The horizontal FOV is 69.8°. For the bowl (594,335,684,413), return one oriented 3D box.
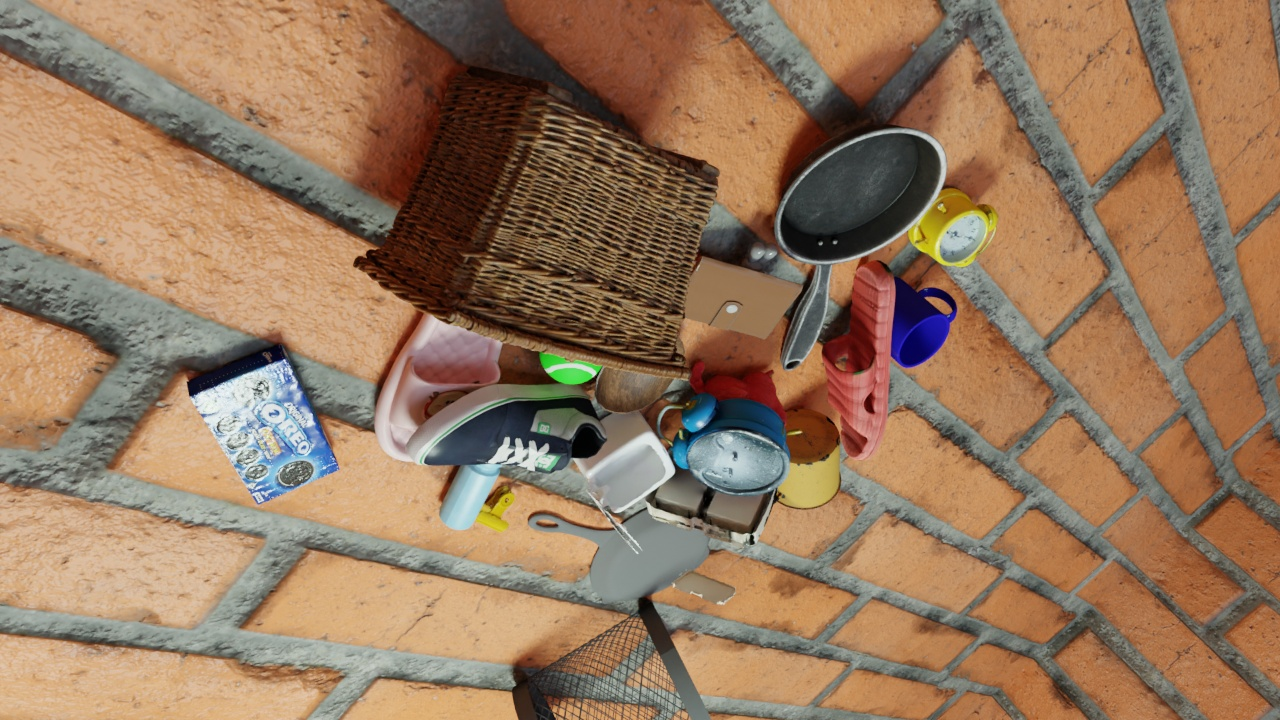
[{"bbox_3d":[-0.006,0.006,0.997,0.101,0.026,0.114,13,118,-41],"label":"bowl"}]

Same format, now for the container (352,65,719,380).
[{"bbox_3d":[-0.064,-0.108,0.735,0.249,0.162,0.183,13,100,-45],"label":"container"}]

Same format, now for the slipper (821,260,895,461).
[{"bbox_3d":[0.256,0.002,1.107,0.059,0.103,0.249,-3,109,-12],"label":"slipper"}]

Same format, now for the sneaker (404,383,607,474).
[{"bbox_3d":[-0.117,0.077,0.892,0.234,0.079,0.084,-7,143,-53],"label":"sneaker"}]

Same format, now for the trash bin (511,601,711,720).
[{"bbox_3d":[-0.036,0.491,1.285,0.227,0.217,0.218,-26,138,-7],"label":"trash bin"}]

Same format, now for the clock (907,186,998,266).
[{"bbox_3d":[0.375,-0.156,1.090,0.118,0.057,0.083,8,122,-32],"label":"clock"}]

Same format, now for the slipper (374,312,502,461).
[{"bbox_3d":[-0.174,0.008,0.860,0.106,0.055,0.222,6,122,-41],"label":"slipper"}]

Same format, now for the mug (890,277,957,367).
[{"bbox_3d":[0.336,-0.055,1.136,0.111,0.083,0.079,-28,138,-11],"label":"mug"}]

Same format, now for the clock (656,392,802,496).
[{"bbox_3d":[0.096,0.092,1.044,0.161,0.060,0.117,17,136,-1],"label":"clock"}]

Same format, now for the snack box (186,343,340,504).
[{"bbox_3d":[-0.331,0.060,0.818,0.082,0.027,0.150,-24,137,-16],"label":"snack box"}]

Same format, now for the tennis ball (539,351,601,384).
[{"bbox_3d":[-0.068,-0.009,0.910,0.065,0.065,0.065,-19,136,-20],"label":"tennis ball"}]

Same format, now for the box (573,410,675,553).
[{"bbox_3d":[-0.012,0.144,1.038,0.121,0.136,0.109,-35,137,-5],"label":"box"}]

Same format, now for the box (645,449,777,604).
[{"bbox_3d":[0.070,0.204,1.091,0.186,0.144,0.070,-59,152,-34],"label":"box"}]

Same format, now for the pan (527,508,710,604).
[{"bbox_3d":[-0.016,0.247,1.212,0.217,0.024,0.354,-50,137,14],"label":"pan"}]

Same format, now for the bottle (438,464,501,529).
[{"bbox_3d":[-0.174,0.122,0.975,0.040,0.040,0.130,8,122,-39],"label":"bottle"}]

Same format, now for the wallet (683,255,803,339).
[{"bbox_3d":[0.100,-0.064,0.974,0.121,0.013,0.088,14,136,-19],"label":"wallet"}]

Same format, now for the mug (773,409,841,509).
[{"bbox_3d":[0.205,0.134,1.199,0.123,0.100,0.094,-41,141,-27],"label":"mug"}]

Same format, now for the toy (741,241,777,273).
[{"bbox_3d":[0.106,-0.085,0.985,0.049,0.030,0.112,0,143,-35],"label":"toy"}]

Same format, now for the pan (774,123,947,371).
[{"bbox_3d":[0.210,-0.116,1.016,0.187,0.055,0.358,-6,144,-18],"label":"pan"}]

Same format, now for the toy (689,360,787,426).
[{"bbox_3d":[0.108,0.038,1.095,0.133,0.093,0.088,32,132,-19],"label":"toy"}]

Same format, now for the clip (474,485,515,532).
[{"bbox_3d":[-0.166,0.165,1.039,0.054,0.045,0.049,38,59,-47],"label":"clip"}]
